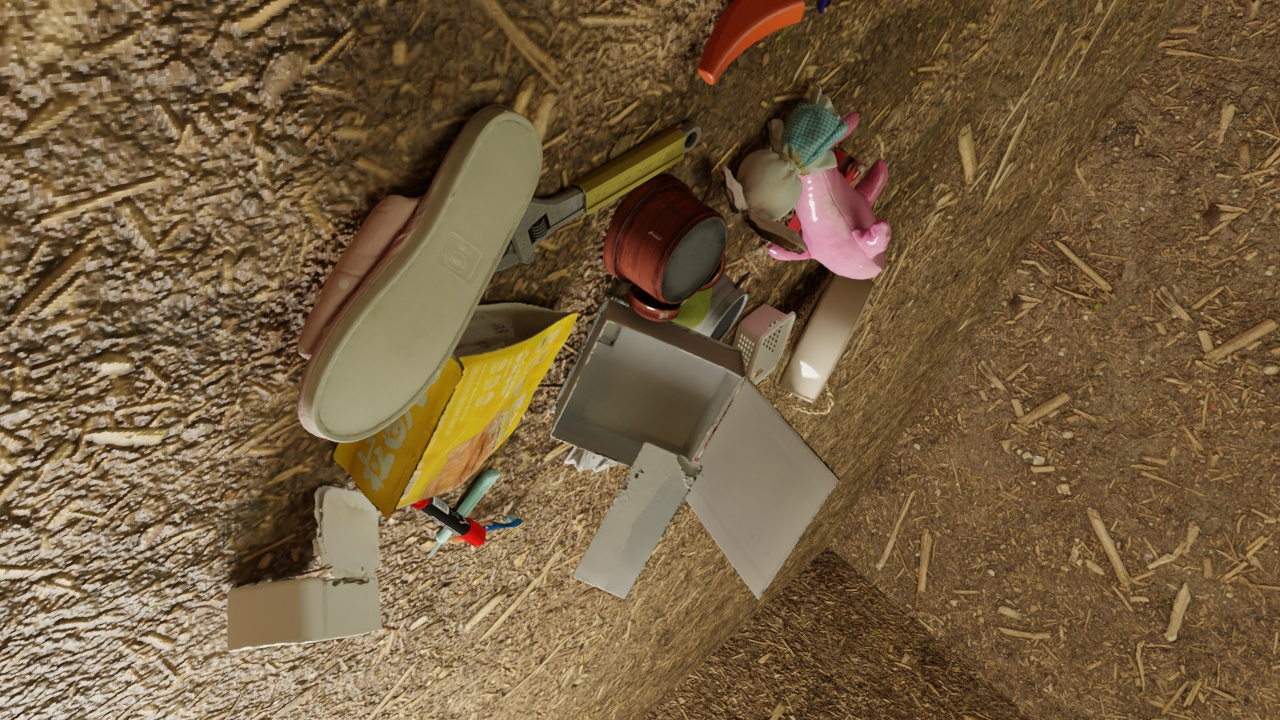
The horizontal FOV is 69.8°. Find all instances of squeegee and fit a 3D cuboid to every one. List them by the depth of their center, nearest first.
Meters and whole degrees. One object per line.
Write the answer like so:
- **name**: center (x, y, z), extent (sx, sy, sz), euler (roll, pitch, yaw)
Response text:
- **squeegee**: center (0.117, -0.316, 0.803), extent (0.184, 0.055, 0.249), euler (-49, 175, -4)

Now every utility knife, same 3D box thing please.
- **utility knife**: center (-0.201, 0.171, 1.018), extent (0.129, 0.015, 0.022), euler (-51, 159, 10)

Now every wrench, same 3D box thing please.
- **wrench**: center (-0.039, -0.153, 0.809), extent (0.272, 0.018, 0.084), euler (-37, 154, -30)

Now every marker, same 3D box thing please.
- **marker**: center (-0.202, 0.167, 0.975), extent (0.023, 0.021, 0.145), euler (-60, 153, -17)

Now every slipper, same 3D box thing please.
- **slipper**: center (-0.162, -0.066, 0.663), extent (0.274, 0.054, 0.114), euler (-59, 150, -11)

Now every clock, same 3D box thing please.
- **clock**: center (0.030, -0.107, 0.926), extent (0.120, 0.072, 0.158), euler (-40, 151, -23)
- **clock**: center (0.079, -0.049, 1.138), extent (0.147, 0.056, 0.104), euler (-52, 167, -7)

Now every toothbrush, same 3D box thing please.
- **toothbrush**: center (-0.183, 0.197, 1.083), extent (0.021, 0.017, 0.134), euler (-60, 156, 15)

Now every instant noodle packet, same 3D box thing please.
- **instant noodle packet**: center (-0.150, 0.030, 0.829), extent (0.221, 0.084, 0.163), euler (-18, 141, -61)

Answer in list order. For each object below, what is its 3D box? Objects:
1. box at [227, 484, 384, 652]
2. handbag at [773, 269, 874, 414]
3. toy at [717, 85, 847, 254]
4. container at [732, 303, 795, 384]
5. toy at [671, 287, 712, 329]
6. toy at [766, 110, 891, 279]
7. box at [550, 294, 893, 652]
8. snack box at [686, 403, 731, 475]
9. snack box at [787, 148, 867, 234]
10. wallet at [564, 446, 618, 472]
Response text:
- **box**: center (-0.288, 0.179, 0.811), extent (0.124, 0.136, 0.108), euler (-13, 168, 20)
- **handbag**: center (0.302, -0.038, 1.465), extent (0.208, 0.103, 0.211), euler (-53, 167, -51)
- **toy**: center (0.151, -0.217, 1.005), extent (0.205, 0.131, 0.106), euler (-59, -161, -18)
- **container**: center (0.175, -0.024, 1.360), extent (0.080, 0.049, 0.129), euler (-36, 153, -31)
- **toy**: center (0.048, -0.074, 1.042), extent (0.089, 0.051, 0.110), euler (-46, 147, -26)
- **toy**: center (0.254, -0.177, 1.144), extent (0.187, 0.128, 0.265), euler (-41, 139, 2)
- **box**: center (0.075, 0.098, 0.951), extent (0.149, 0.369, 0.167), euler (-14, 138, -52)
- **snack box**: center (0.103, 0.111, 1.355), extent (0.060, 0.113, 0.236), euler (-58, 156, 15)
- **snack box**: center (0.249, -0.217, 1.240), extent (0.089, 0.021, 0.133), euler (-2, 128, -59)
- **wallet**: center (-0.041, 0.106, 1.188), extent (0.116, 0.032, 0.086), euler (-5, 128, -59)
